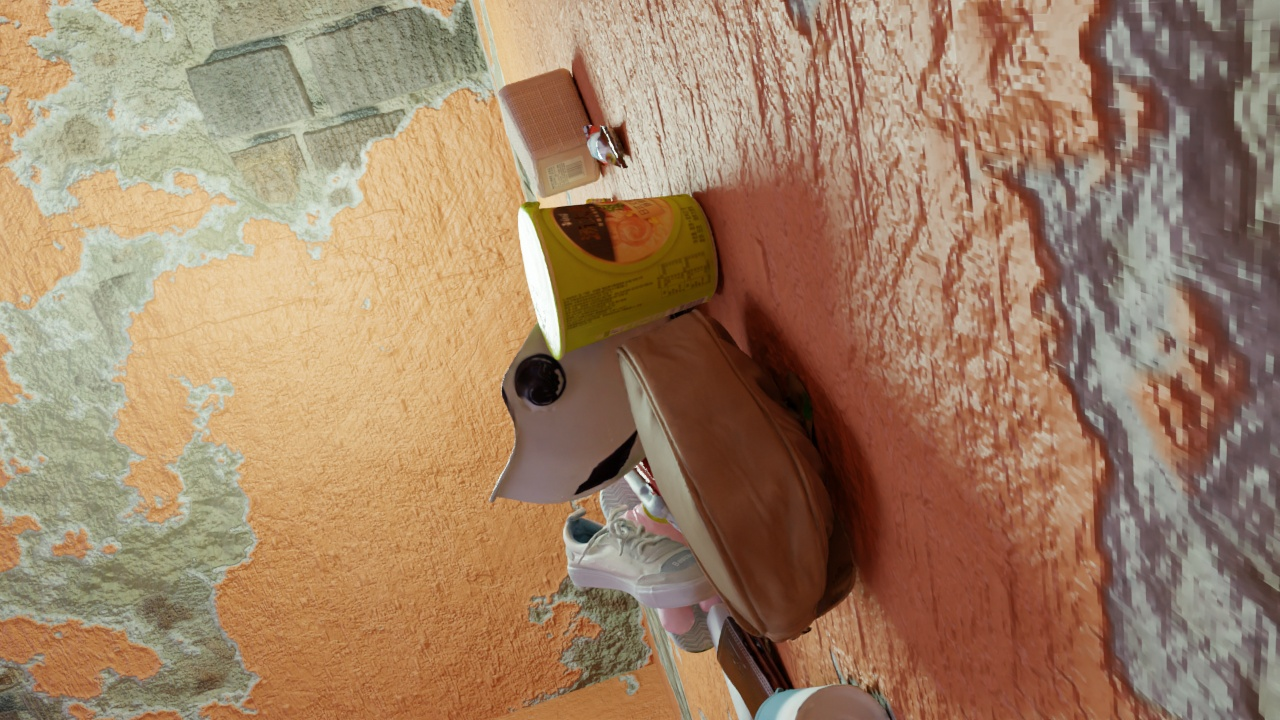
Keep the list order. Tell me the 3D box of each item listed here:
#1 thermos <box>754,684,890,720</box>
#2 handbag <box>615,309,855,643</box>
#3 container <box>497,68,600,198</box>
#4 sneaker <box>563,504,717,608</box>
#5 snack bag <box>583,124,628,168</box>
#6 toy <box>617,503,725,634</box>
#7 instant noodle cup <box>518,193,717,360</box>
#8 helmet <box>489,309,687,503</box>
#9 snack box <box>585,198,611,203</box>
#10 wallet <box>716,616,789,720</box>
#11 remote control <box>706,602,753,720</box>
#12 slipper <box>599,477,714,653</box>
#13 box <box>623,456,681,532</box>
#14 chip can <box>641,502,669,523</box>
[{"bbox_3d":[0.122,0.268,0.654,0.221,0.070,0.070,91,161,-69],"label":"thermos"},{"bbox_3d":[0.058,0.062,0.557,0.204,0.100,0.148,-116,4,-51],"label":"handbag"},{"bbox_3d":[-0.102,-0.259,1.063,0.090,0.090,0.111,86,163,-62],"label":"container"},{"bbox_3d":[-0.003,0.203,0.992,0.243,0.089,0.091,-6,100,52],"label":"sneaker"},{"bbox_3d":[-0.035,-0.210,0.902,0.048,0.026,0.104,63,177,-20],"label":"snack bag"},{"bbox_3d":[0.032,0.242,1.090,0.159,0.121,0.054,59,-179,23],"label":"toy"},{"bbox_3d":[-0.014,-0.069,0.656,0.112,0.123,0.111,165,91,-77],"label":"instant noodle cup"},{"bbox_3d":[-0.035,0.013,0.805,0.229,0.146,0.258,125,158,-83],"label":"helmet"},{"bbox_3d":[-0.045,-0.107,1.068,0.086,0.034,0.141,-87,-8,-48],"label":"snack box"},{"bbox_3d":[0.117,0.317,0.897,0.124,0.032,0.101,55,159,36],"label":"wallet"},{"bbox_3d":[0.103,0.333,0.995,0.056,0.020,0.135,98,157,-55],"label":"remote control"},{"bbox_3d":[0.032,0.250,1.166,0.245,0.104,0.074,64,167,10],"label":"slipper"},{"bbox_3d":[0.035,0.109,0.882,0.101,0.095,0.201,58,174,-17],"label":"box"},{"bbox_3d":[0.011,0.102,1.101,0.210,0.071,0.071,-117,12,-57],"label":"chip can"}]
